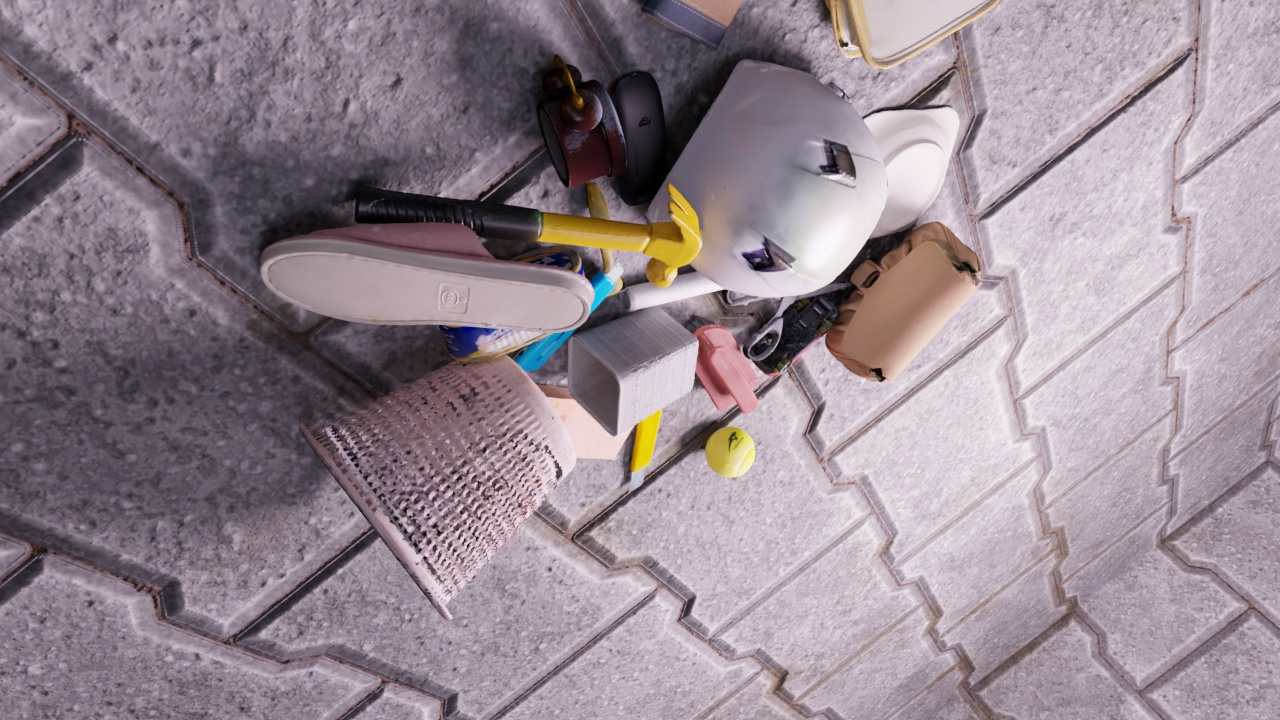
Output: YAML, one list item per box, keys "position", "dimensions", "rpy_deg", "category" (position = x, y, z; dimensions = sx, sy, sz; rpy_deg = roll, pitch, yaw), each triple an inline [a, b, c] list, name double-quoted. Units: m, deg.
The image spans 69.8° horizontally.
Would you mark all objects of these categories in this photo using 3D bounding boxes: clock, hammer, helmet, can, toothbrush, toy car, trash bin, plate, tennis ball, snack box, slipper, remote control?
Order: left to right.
- position: [-0.175, -0.072, 0.767]
  dimensions: [0.274, 0.054, 0.114]
  rpy_deg: [5, 150, -5]
  category: "slipper"
- position: [-0.178, 0.099, 0.877]
  dimensions: [0.191, 0.227, 0.228]
  rpy_deg: [-37, 141, -19]
  category: "trash bin"
- position: [-0.119, -0.054, 0.862]
  dimensions: [0.148, 0.074, 0.049]
  rpy_deg: [-26, 135, -13]
  category: "can"
- position: [-0.089, -0.117, 0.790]
  dimensions: [0.300, 0.032, 0.129]
  rpy_deg: [4, 155, -16]
  category: "hammer"
- position: [-0.078, 0.072, 1.043]
  dimensions: [0.157, 0.026, 0.085]
  rpy_deg: [9, 122, -39]
  category: "snack box"
- position: [-0.052, -0.199, 0.770]
  dimensions: [0.055, 0.082, 0.122]
  rpy_deg: [-21, 140, -9]
  category: "clock"
- position: [0.001, -0.199, 0.849]
  dimensions: [0.053, 0.024, 0.137]
  rpy_deg: [-22, 137, -16]
  category: "remote control"
- position: [0.081, -0.089, 1.004]
  dimensions: [0.220, 0.026, 0.027]
  rpy_deg: [-15, 136, -23]
  category: "toothbrush"
- position: [0.116, 0.119, 1.192]
  dimensions: [0.065, 0.065, 0.066]
  rpy_deg: [-19, 136, -20]
  category: "tennis ball"
- position: [0.150, -0.153, 0.893]
  dimensions: [0.258, 0.146, 0.229]
  rpy_deg: [20, 112, -49]
  category: "helmet"
- position: [0.187, -0.030, 1.113]
  dimensions: [0.120, 0.053, 0.045]
  rpy_deg: [-40, 164, -3]
  category: "toy car"
- position: [0.293, -0.204, 1.042]
  dimensions: [0.163, 0.034, 0.165]
  rpy_deg: [-12, 132, -26]
  category: "plate"

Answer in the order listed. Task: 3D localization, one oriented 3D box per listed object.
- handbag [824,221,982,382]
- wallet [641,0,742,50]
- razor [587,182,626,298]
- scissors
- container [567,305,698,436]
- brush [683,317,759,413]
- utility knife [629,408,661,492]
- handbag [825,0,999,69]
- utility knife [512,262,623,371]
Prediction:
- position: [0.308, -0.071, 1.097]
  dimensions: [0.100, 0.147, 0.205]
  rpy_deg: [35, 104, -15]
  category: "handbag"
- position: [0.059, -0.327, 0.767]
  dimensions: [0.090, 0.033, 0.115]
  rpy_deg: [9, 121, -43]
  category: "wallet"
- position: [-0.038, -0.115, 0.901]
  dimensions: [0.043, 0.028, 0.133]
  rpy_deg: [-19, 134, -14]
  category: "razor"
- position: [0.168, -0.074, 1.068]
  dimensions: [0.159, 0.014, 0.178]
  rpy_deg: [23, 91, -29]
  category: "scissors"
- position: [-0.006, 0.006, 0.978]
  dimensions: [0.114, 0.090, 0.090]
  rpy_deg: [-26, 141, -29]
  category: "container"
- position: [0.095, 0.007, 1.071]
  dimensions: [0.063, 0.069, 0.146]
  rpy_deg: [-38, 139, -1]
  category: "brush"
- position: [0.004, 0.095, 1.129]
  dimensions: [0.033, 0.015, 0.193]
  rpy_deg: [-10, 133, -23]
  category: "utility knife"
- position: [0.239, -0.378, 0.834]
  dimensions: [0.163, 0.063, 0.179]
  rpy_deg: [-31, 124, -7]
  category: "handbag"
- position: [-0.071, -0.043, 0.926]
  dimensions: [0.162, 0.018, 0.034]
  rpy_deg: [-44, 146, 24]
  category: "utility knife"
